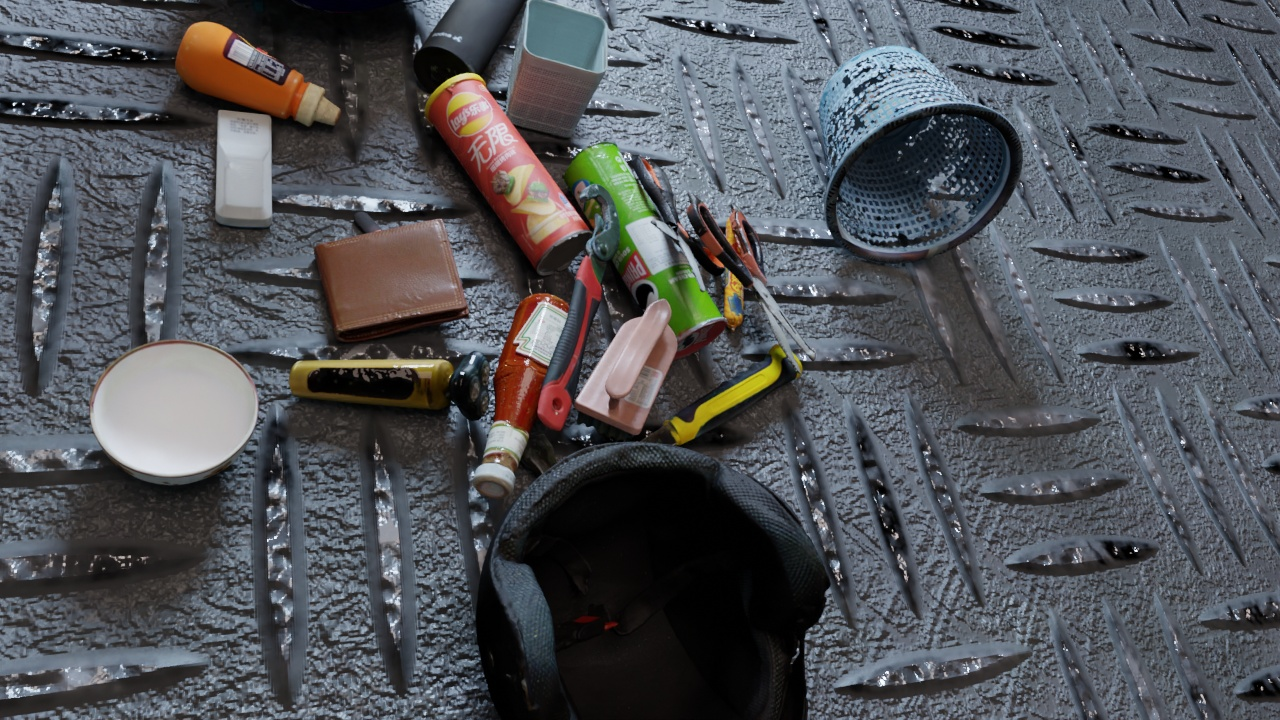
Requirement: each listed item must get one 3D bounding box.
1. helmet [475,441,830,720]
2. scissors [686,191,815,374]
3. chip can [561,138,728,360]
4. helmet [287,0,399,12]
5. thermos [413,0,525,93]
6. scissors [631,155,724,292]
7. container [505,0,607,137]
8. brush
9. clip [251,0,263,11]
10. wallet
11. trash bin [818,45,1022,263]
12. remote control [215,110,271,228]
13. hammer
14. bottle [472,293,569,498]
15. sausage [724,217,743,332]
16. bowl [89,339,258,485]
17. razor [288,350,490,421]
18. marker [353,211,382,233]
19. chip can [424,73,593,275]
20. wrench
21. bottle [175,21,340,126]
[{"bbox_3d":[-0.002,0.198,0.674,0.233,0.231,0.274,-16,83,-19],"label":"helmet"},{"bbox_3d":[0.118,-0.090,0.971,0.189,0.015,0.225,30,38,-40],"label":"scissors"},{"bbox_3d":[0.002,-0.117,0.952,0.072,0.072,0.236,-20,71,-31],"label":"chip can"},{"bbox_3d":[-0.314,-0.472,0.911,0.247,0.241,0.314,46,44,7],"label":"helmet"},{"bbox_3d":[-0.188,-0.395,1.044,0.090,0.068,0.241,5,52,17],"label":"thermos"},{"bbox_3d":[0.044,-0.133,0.931,0.228,0.022,0.220,34,25,-54],"label":"scissors"},{"bbox_3d":[-0.095,-0.312,0.999,0.090,0.112,0.090,10,58,-17],"label":"container"},{"bbox_3d":[-0.005,0.005,0.845,0.063,0.073,0.145,23,46,6],"label":"brush"},{"bbox_3d":[-0.404,-0.396,0.968,0.013,0.038,0.055,-2,56,-28],"label":"clip"},{"bbox_3d":[-0.228,-0.074,0.841,0.124,0.032,0.101,-14,68,-14],"label":"wallet"},{"bbox_3d":[0.311,-0.263,1.104,0.226,0.227,0.194,9,46,-19],"label":"trash bin"},{"bbox_3d":[-0.370,-0.180,0.856,0.049,0.024,0.124,0,61,-24],"label":"remote control"},{"bbox_3d":[0.044,0.066,0.890,0.322,0.032,0.126,-28,75,-34],"label":"hammer"},{"bbox_3d":[-0.105,0.029,0.815,0.059,0.060,0.205,21,49,-11],"label":"bottle"},{"bbox_3d":[0.104,-0.101,1.019,0.021,0.022,0.164,14,57,-16],"label":"sausage"},{"bbox_3d":[-0.355,0.047,0.707,0.113,0.062,0.113,10,60,-17],"label":"bowl"},{"bbox_3d":[-0.212,0.019,0.789,0.167,0.068,0.062,3,93,-15],"label":"razor"},{"bbox_3d":[-0.233,-0.096,0.874,0.018,0.015,0.124,-35,77,-33],"label":"marker"},{"bbox_3d":[-0.135,-0.190,0.935,0.073,0.073,0.216,-27,75,-33],"label":"chip can"},{"bbox_3d":[-0.055,-0.055,0.850,0.056,0.016,0.272,39,47,-37],"label":"wrench"},{"bbox_3d":[-0.365,-0.269,0.890,0.149,0.067,0.066,23,55,-19],"label":"bottle"}]
